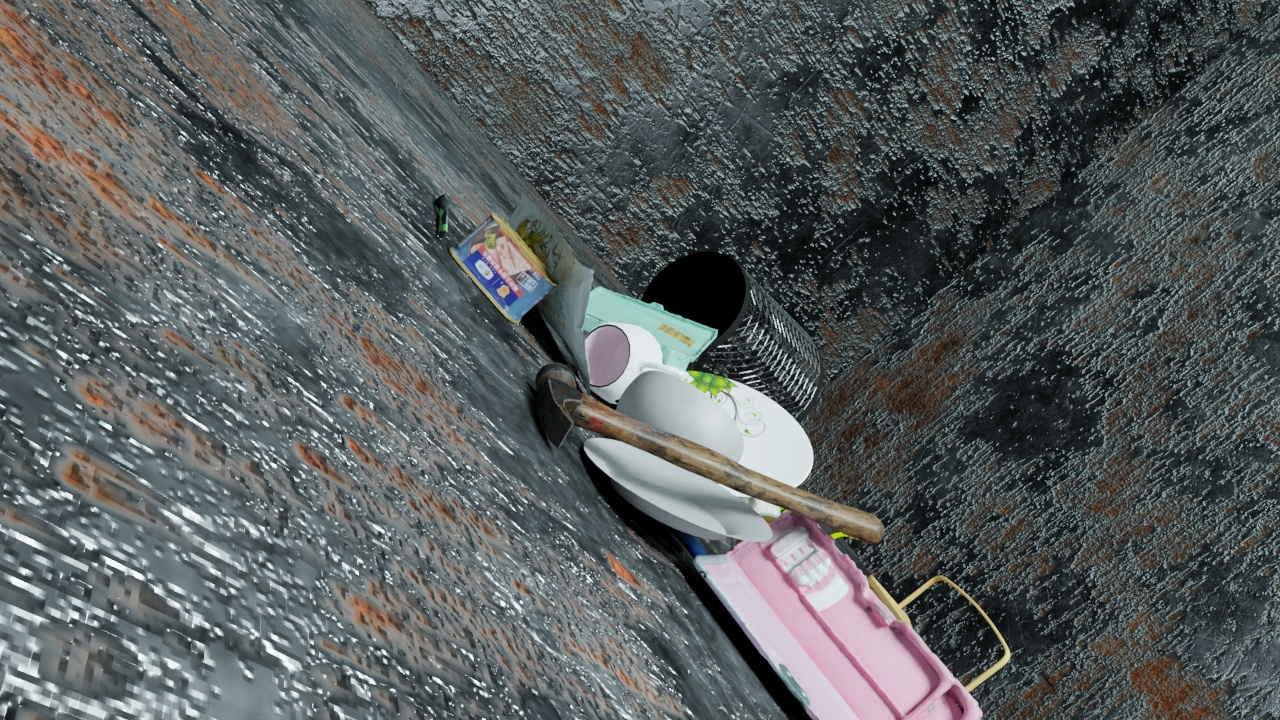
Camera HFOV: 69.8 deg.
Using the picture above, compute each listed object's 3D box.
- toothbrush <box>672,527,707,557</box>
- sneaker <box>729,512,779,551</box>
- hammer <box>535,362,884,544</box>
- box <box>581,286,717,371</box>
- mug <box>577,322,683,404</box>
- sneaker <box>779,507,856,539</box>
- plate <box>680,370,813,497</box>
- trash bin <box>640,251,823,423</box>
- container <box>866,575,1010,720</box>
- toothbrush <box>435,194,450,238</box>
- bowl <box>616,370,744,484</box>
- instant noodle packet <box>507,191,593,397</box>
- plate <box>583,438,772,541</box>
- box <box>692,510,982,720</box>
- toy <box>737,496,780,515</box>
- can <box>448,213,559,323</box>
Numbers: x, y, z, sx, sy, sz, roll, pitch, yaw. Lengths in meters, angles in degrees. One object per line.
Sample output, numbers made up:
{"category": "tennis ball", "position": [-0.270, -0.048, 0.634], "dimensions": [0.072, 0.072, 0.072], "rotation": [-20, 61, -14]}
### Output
{"category": "toothbrush", "position": [0.080, 0.203, 0.809], "dimensions": [0.190, 0.017, 0.016], "rotation": [51, 9, 21]}
{"category": "sneaker", "position": [0.156, 0.252, 0.847], "dimensions": [0.235, 0.087, 0.079], "rotation": [57, -11, 28]}
{"category": "hammer", "position": [0.067, 0.094, 0.765], "dimensions": [0.330, 0.033, 0.120], "rotation": [23, 15, -16]}
{"category": "box", "position": [-0.014, -0.041, 1.141], "dimensions": [0.187, 0.056, 0.137], "rotation": [24, 19, 25]}
{"category": "mug", "position": [-0.006, 0.006, 1.009], "dimensions": [0.124, 0.090, 0.076], "rotation": [9, -8, 35]}
{"category": "sneaker", "position": [0.198, 0.219, 1.139], "dimensions": [0.241, 0.116, 0.091], "rotation": [58, -2, 18]}
{"category": "plate", "position": [0.082, 0.088, 1.047], "dimensions": [0.229, 0.030, 0.229], "rotation": [12, 31, -7]}
{"category": "trash bin", "position": [0.124, -0.024, 1.334], "dimensions": [0.243, 0.217, 0.217], "rotation": [45, 6, -49]}
{"category": "container", "position": [0.300, 0.320, 0.984], "dimensions": [0.129, 0.167, 0.183], "rotation": [48, 5, -12]}
{"category": "toothbrush", "position": [-0.209, -0.152, 0.979], "dimensions": [0.017, 0.014, 0.188], "rotation": [55, 2, -24]}
{"category": "bowl", "position": [0.030, 0.078, 0.896], "dimensions": [0.132, 0.064, 0.132], "rotation": [31, -26, 17]}
{"category": "instant noodle packet", "position": [-0.099, -0.083, 1.016], "dimensions": [0.269, 0.057, 0.147], "rotation": [-126, -151, -56]}
{"category": "plate", "position": [0.027, 0.114, 0.766], "dimensions": [0.173, 0.019, 0.172], "rotation": [25, 7, -4]}
{"category": "box", "position": [0.151, 0.241, 0.760], "dimensions": [0.172, 0.075, 0.233], "rotation": [-14, 56, -44]}
{"category": "toy", "position": [0.091, 0.127, 1.123], "dimensions": [0.209, 0.085, 0.137], "rotation": [46, 2, 31]}
{"category": "can", "position": [-0.135, -0.093, 0.916], "dimensions": [0.100, 0.059, 0.054], "rotation": [48, 5, -3]}
